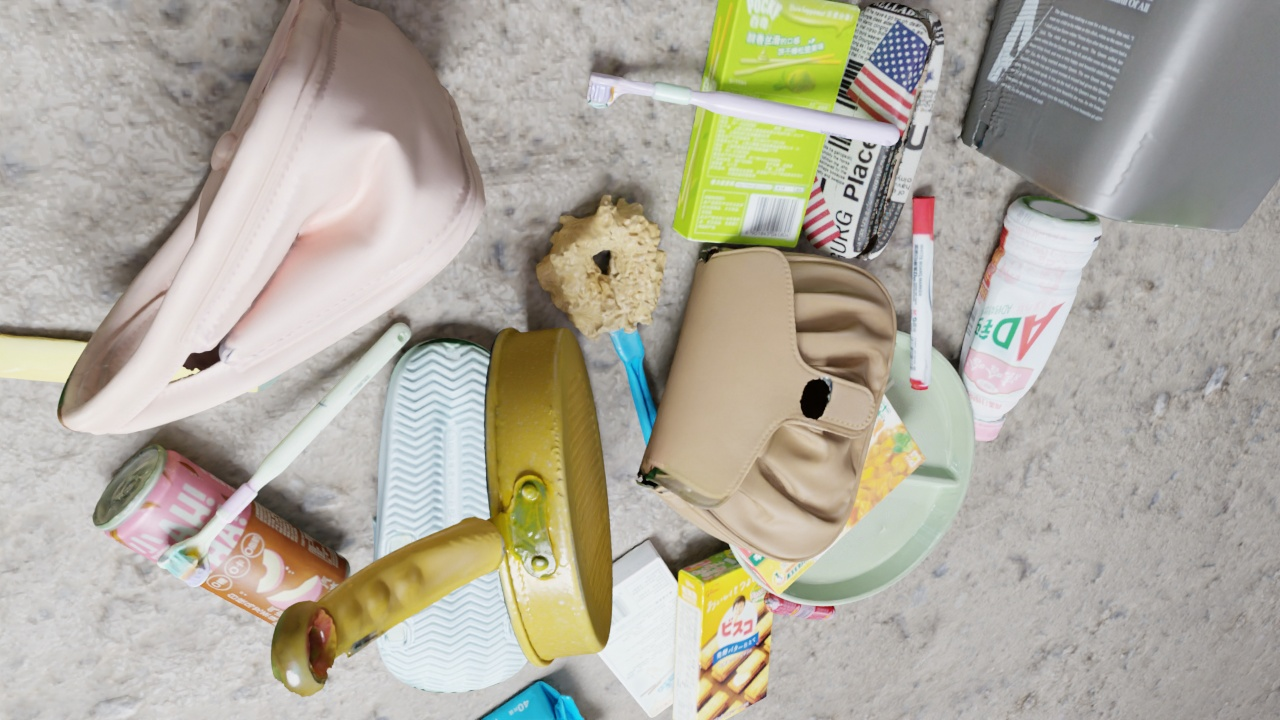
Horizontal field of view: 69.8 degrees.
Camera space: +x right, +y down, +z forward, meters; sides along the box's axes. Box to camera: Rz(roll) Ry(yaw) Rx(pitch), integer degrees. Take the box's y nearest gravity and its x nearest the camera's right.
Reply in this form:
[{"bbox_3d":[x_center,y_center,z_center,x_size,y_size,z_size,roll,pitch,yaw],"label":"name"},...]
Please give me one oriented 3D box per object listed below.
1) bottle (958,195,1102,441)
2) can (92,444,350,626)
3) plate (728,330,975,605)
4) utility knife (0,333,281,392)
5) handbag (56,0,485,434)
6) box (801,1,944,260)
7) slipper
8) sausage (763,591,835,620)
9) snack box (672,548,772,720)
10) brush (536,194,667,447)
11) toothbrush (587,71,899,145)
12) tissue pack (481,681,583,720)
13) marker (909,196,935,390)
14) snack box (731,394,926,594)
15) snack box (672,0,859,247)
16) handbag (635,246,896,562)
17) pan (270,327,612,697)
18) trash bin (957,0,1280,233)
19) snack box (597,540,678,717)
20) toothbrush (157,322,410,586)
[{"bbox_3d":[0.295,-0.027,0.724,0.068,0.068,0.197,-4,121,-23],"label":"bottle"},{"bbox_3d":[-0.248,0.113,0.558,0.058,0.058,0.147,-42,125,2],"label":"can"},{"bbox_3d":[0.163,0.084,0.722,0.230,0.027,0.230,-5,106,-19],"label":"plate"},{"bbox_3d":[-0.287,0.001,0.503,0.176,0.019,0.031,3,111,-30],"label":"utility knife"},{"bbox_3d":[-0.186,-0.054,0.426,0.234,0.193,0.093,-42,124,13],"label":"handbag"},{"bbox_3d":[0.142,-0.144,0.589,0.076,0.075,0.164,3,117,-21],"label":"box"},{"bbox_3d":[-0.128,0.104,0.603,0.104,0.074,0.245,-4,102,-21],"label":"slipper"},{"bbox_3d":[0.137,0.210,0.783,0.020,0.020,0.155,-50,146,7],"label":"sausage"},{"bbox_3d":[0.069,0.226,0.751,0.086,0.034,0.140,-11,108,-39],"label":"snack box"},{"bbox_3d":[-0.004,0.004,0.626,0.083,0.046,0.255,-28,129,-13],"label":"brush"},{"bbox_3d":[0.063,-0.147,0.543,0.189,0.029,0.021,7,77,-7],"label":"toothbrush"},{"bbox_3d":[-0.099,0.330,0.741,0.140,0.063,0.090,-32,125,-5],"label":"tissue pack"},{"bbox_3d":[0.209,-0.048,0.681,0.017,0.017,0.145,-9,106,-20],"label":"marker"},{"bbox_3d":[0.134,0.094,0.683,0.155,0.027,0.077,-41,113,-6],"label":"snack box"},{"bbox_3d":[0.077,-0.150,0.580,0.085,0.026,0.157,-1,117,-24],"label":"snack box"},{"bbox_3d":[0.089,0.024,0.605,0.147,0.100,0.204,19,81,-18],"label":"handbag"},{"bbox_3d":[-0.072,0.083,0.465,0.078,0.357,0.197,-8,93,3],"label":"pan"},{"bbox_3d":[0.330,-0.213,0.569,0.198,0.199,0.220,2,122,-24],"label":"trash bin"},{"bbox_3d":[0.008,0.223,0.753,0.084,0.027,0.157,-34,126,-5],"label":"snack box"},{"bbox_3d":[-0.199,0.049,0.532,0.189,0.020,0.029,-51,130,-19],"label":"toothbrush"}]
